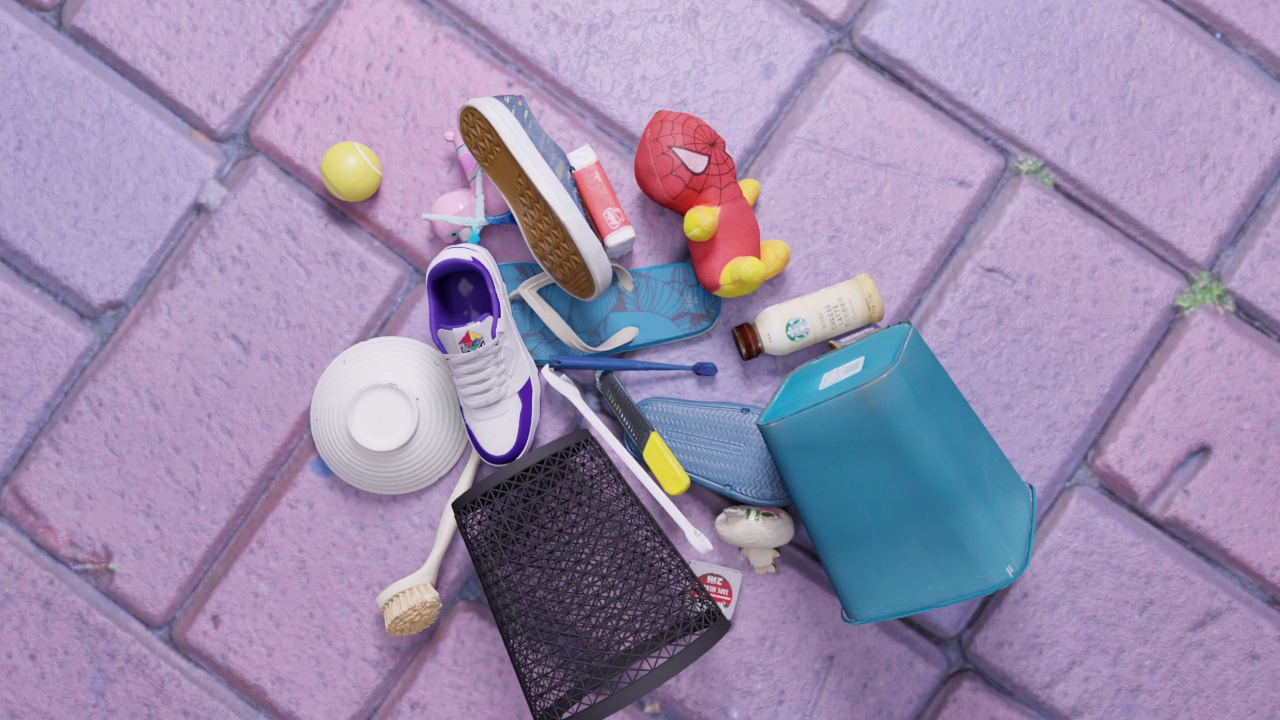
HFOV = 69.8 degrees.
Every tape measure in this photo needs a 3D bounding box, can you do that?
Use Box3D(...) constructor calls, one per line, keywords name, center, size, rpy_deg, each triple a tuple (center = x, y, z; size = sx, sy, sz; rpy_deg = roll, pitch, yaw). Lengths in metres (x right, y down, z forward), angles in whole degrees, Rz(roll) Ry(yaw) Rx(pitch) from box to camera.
Box3D(name="tape measure", center=(0.078, 0.256, 1.020), size=(0.060, 0.020, 0.062), rpy_deg=(12, 89, 0))

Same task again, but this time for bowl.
Box3D(name="bowl", center=(-0.274, 0.060, 0.992), size=(0.177, 0.071, 0.177), rpy_deg=(0, 88, -7))

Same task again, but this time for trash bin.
Box3D(name="trash bin", center=(0.243, 0.101, 0.899), size=(0.197, 0.198, 0.218), rpy_deg=(-26, 100, 32))
Box3D(name="trash bin", center=(-0.064, 0.215, 0.937), size=(0.217, 0.217, 0.243), rpy_deg=(-30, 82, -1))

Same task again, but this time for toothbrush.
Box3D(name="toothbrush", center=(-0.006, 0.006, 1.009), size=(0.190, 0.017, 0.016), rpy_deg=(3, 95, -12))

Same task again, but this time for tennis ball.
Box3D(name="tennis ball", center=(-0.318, -0.208, 1.011), size=(0.065, 0.065, 0.065), rpy_deg=(0, 88, 0))

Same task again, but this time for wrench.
Box3D(name="wrench", center=(-0.017, 0.100, 0.970), size=(0.009, 0.047, 0.273), rpy_deg=(-47, 67, 9))

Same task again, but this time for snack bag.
Box3D(name="snack bag", center=(-0.044, -0.172, 1.004), size=(0.036, 0.077, 0.116), rpy_deg=(-26, 88, -3))

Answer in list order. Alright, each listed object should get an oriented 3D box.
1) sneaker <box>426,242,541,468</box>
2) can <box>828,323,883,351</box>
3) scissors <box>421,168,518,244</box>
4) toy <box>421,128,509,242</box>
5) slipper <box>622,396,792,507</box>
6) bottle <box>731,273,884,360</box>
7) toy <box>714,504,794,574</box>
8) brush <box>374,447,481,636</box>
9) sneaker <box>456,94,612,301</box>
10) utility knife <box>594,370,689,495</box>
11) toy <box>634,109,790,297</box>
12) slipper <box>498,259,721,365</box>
Box3D(name="sneaker", center=(-0.164, -0.004, 0.946), size=(0.092, 0.111, 0.244), rpy_deg=(-14, 93, 1))
Box3D(name="can", center=(0.251, 0.015, 1.000), size=(0.059, 0.054, 0.100), rpy_deg=(-23, 110, -2))
Box3D(name="scissors", center=(-0.169, -0.146, 0.991), size=(0.133, 0.014, 0.128), rpy_deg=(-3, 120, -10))
Box3D(name="toy", center=(-0.175, -0.205, 1.012), size=(0.157, 0.067, 0.123), rpy_deg=(-27, 87, 3))
Box3D(name="slipper", center=(0.085, 0.093, 1.007), size=(0.214, 0.059, 0.103), rpy_deg=(15, 86, 15))
Box3D(name="bottle", center=(0.183, -0.044, 1.011), size=(0.162, 0.056, 0.056), rpy_deg=(-20, 88, 0))
Box3D(name="toy", center=(0.125, 0.186, 1.002), size=(0.087, 0.112, 0.050), rpy_deg=(-5, 51, 19))
Box3D(name="brush", center=(-0.212, 0.175, 1.008), size=(0.077, 0.062, 0.272), rpy_deg=(22, 84, 28))
Box3D(name="sneaker", center=(-0.091, -0.174, 0.943), size=(0.079, 0.088, 0.235), rpy_deg=(-38, 99, -35))
Box3D(name="utility knife", center=(-0.003, 0.072, 0.996), size=(0.029, 0.020, 0.174), rpy_deg=(-39, 71, 11))
Box3D(name="toy", center=(0.069, -0.169, 0.985), size=(0.099, 0.147, 0.216), rpy_deg=(-33, 90, 27))
Box3D(name="slipper", center=(-0.056, -0.057, 1.011), size=(0.295, 0.060, 0.118), rpy_deg=(-4, 92, 0))
